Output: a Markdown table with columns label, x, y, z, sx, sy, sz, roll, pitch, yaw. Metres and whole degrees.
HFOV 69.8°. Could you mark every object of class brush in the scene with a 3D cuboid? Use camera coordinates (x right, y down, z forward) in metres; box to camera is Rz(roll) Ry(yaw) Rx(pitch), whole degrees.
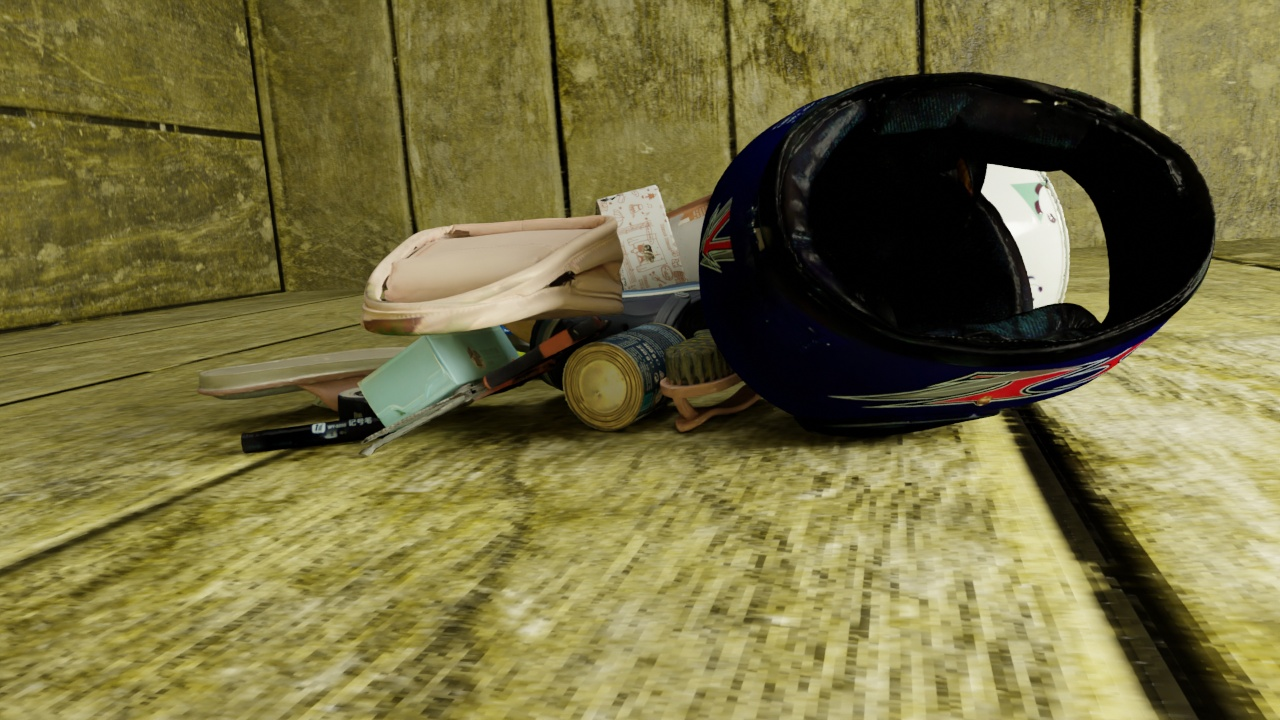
| label | x | y | z | sx | sy | sz | roll | pitch | yaw |
| --- | --- | --- | --- | --- | --- | --- | --- | --- | --- |
| brush | 0.066 | 0.012 | 0.768 | 0.063 | 0.073 | 0.145 | 2 | 15 | 33 |

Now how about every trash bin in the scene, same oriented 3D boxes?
| label | x | y | z | sx | sy | sz | roll | pitch | yaw |
| --- | --- | --- | --- | --- | --- | --- | --- | --- | --- |
| trash bin | 0.243 | -0.091 | 0.914 | 0.251 | 0.229 | 0.230 | -13 | 11 | -18 |

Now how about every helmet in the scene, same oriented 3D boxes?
| label | x | y | z | sx | sy | sz | roll | pitch | yaw |
| --- | --- | --- | --- | --- | --- | --- | --- | --- | --- |
| helmet | 0.199 | -0.065 | 0.671 | 0.315 | 0.247 | 0.241 | 1 | -15 | -2 |

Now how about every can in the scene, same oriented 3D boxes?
| label | x | y | z | sx | sy | sz | roll | pitch | yaw |
| --- | --- | --- | --- | --- | --- | --- | --- | --- | --- |
| can | -0.008 | 0.012 | 0.782 | 0.075 | 0.075 | 0.111 | 0 | 10 | 26 |

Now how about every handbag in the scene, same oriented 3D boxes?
| label | x | y | z | sx | sy | sz | roll | pitch | yaw |
| --- | --- | --- | --- | --- | --- | --- | --- | --- | --- |
| handbag | -0.127 | -0.058 | 0.733 | 0.193 | 0.093 | 0.233 | -3 | 13 | 15 |

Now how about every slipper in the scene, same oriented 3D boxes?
| label | x | y | z | sx | sy | sz | roll | pitch | yaw |
| --- | --- | --- | --- | --- | --- | --- | --- | --- | --- |
| slipper | 0.008 | -0.015 | 0.917 | 0.252 | 0.105 | 0.095 | -13 | 32 | -37 |
| slipper | -0.300 | 0.021 | 0.933 | 0.273 | 0.054 | 0.114 | -7 | 9 | -36 |

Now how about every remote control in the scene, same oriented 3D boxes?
| label | x | y | z | sx | sy | sz | roll | pitch | yaw |
| --- | --- | --- | --- | --- | --- | --- | --- | --- | --- |
| remote control | -0.170 | -0.012 | 1.098 | 0.049 | 0.024 | 0.124 | -27 | -10 | 15 |

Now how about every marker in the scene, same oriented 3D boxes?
| label | x | y | z | sx | sy | sz | roll | pitch | yaw |
| --- | --- | --- | --- | --- | --- | --- | --- | --- | --- |
| marker | -0.264 | 0.062 | 0.771 | 0.132 | 0.020 | 0.022 | -7 | -20 | -12 |

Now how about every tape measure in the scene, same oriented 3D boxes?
| label | x | y | z | sx | sy | sz | roll | pitch | yaw |
| --- | --- | --- | --- | --- | --- | --- | --- | --- | --- |
| tape measure | -0.238 | 0.043 | 0.828 | 0.066 | 0.033 | 0.065 | 6 | 11 | 38 |

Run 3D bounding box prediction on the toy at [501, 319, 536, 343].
| label | x | y | z | sx | sy | sz | roll | pitch | yaw |
| --- | --- | --- | --- | --- | --- | --- | --- | --- | --- |
| toy | -0.081 | -0.038 | 1.122 | 0.143 | 0.082 | 0.226 | 23 | -4 | 37 |

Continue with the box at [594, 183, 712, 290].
| label | x | y | z | sx | sy | sz | roll | pitch | yaw |
| --- | --- | --- | --- | --- | --- | --- | --- | --- | --- |
| box | 0.054 | -0.115 | 1.140 | 0.184 | 0.182 | 0.154 | -15 | -11 | -6 |

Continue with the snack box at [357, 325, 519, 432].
| label | x | y | z | sx | sy | sz | roll | pitch | yaw |
| --- | --- | --- | --- | --- | --- | --- | --- | --- | --- |
| snack box | -0.168 | 0.012 | 0.807 | 0.074 | 0.051 | 0.174 | -33 | -2 | 12 |

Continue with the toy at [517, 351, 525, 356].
| label | x | y | z | sx | sy | sz | roll | pitch | yaw |
| --- | --- | --- | --- | --- | --- | --- | --- | --- | --- |
| toy | -0.135 | 0.004 | 1.043 | 0.100 | 0.031 | 0.096 | 1 | 5 | 11 |

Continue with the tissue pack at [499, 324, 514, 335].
| label | x | y | z | sx | sy | sz | roll | pitch | yaw |
| --- | --- | --- | --- | --- | --- | --- | --- | --- | --- |
| tissue pack | -0.141 | -0.035 | 1.231 | 0.156 | 0.052 | 0.095 | -10 | 9 | -37 |

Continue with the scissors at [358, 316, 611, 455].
| label | x | y | z | sx | sy | sz | roll | pitch | yaw |
| --- | --- | --- | --- | --- | --- | --- | --- | --- | --- |
| scissors | -0.120 | 0.019 | 0.737 | 0.189 | 0.015 | 0.225 | -30 | -2 | 24 |
